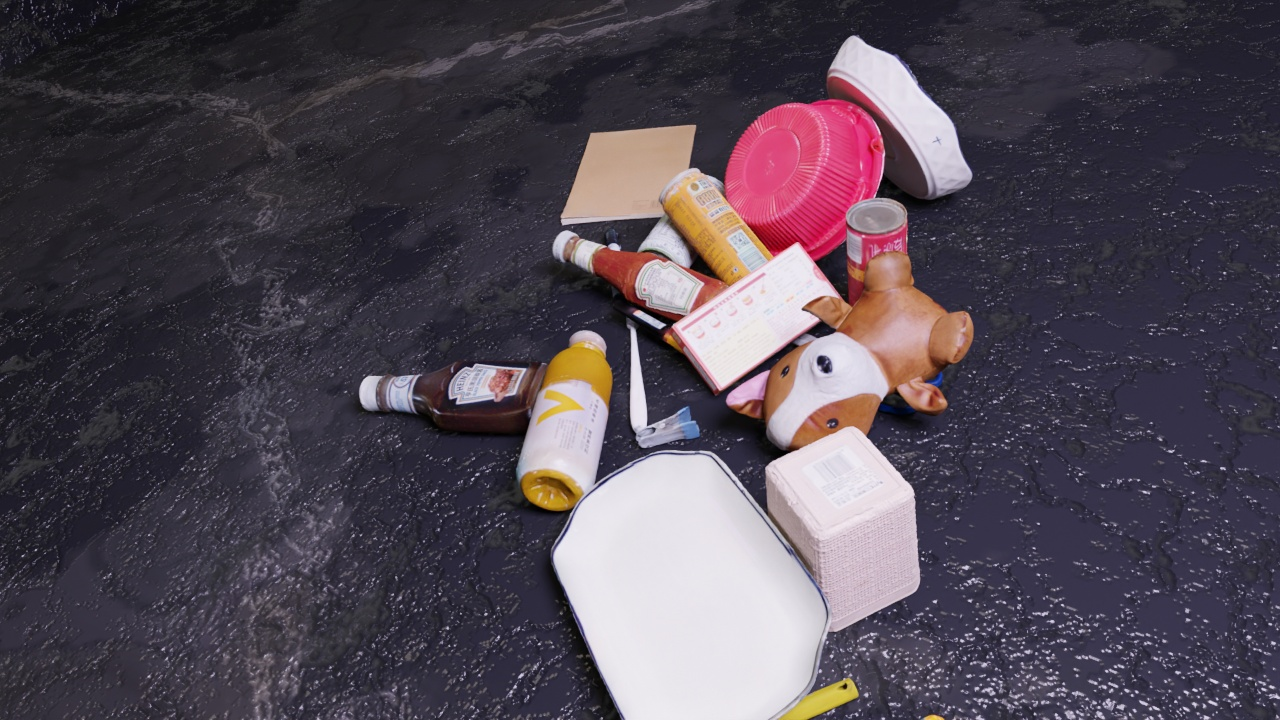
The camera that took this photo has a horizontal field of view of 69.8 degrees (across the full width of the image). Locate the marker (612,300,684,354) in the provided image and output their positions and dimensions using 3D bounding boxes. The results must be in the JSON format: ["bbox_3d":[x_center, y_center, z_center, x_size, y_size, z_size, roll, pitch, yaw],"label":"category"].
[{"bbox_3d":[0.019,-0.031,0.928,0.124,0.015,0.018,32,44,29],"label":"marker"}]

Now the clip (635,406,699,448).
[{"bbox_3d":[0.023,0.064,0.832,0.058,0.027,0.045,-21,49,-3],"label":"clip"}]

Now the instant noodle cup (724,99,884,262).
[{"bbox_3d":[0.156,-0.197,0.969,0.194,0.065,0.193,-20,62,43],"label":"instant noodle cup"}]

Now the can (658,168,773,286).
[{"bbox_3d":[0.083,-0.129,0.955,0.058,0.058,0.146,-31,73,-19],"label":"can"}]

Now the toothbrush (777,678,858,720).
[{"bbox_3d":[0.058,0.253,0.617,0.190,0.017,0.015,-20,42,-6],"label":"toothbrush"}]

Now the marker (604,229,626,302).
[{"bbox_3d":[-0.026,-0.108,1.038,0.022,0.018,0.130,-14,41,2],"label":"marker"}]

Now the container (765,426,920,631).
[{"bbox_3d":[0.146,0.120,0.669,0.090,0.111,0.090,-23,43,-10],"label":"container"}]

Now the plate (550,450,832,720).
[{"bbox_3d":[0.033,0.170,0.679,0.162,0.034,0.265,-33,38,-5],"label":"plate"}]

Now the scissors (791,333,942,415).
[{"bbox_3d":[0.191,0.007,0.856,0.174,0.012,0.124,3,45,21],"label":"scissors"}]

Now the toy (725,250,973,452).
[{"bbox_3d":[0.179,0.010,0.771,0.199,0.130,0.140,-39,63,1],"label":"toy"}]

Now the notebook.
[{"bbox_3d":[-0.011,-0.245,1.189,0.149,0.012,0.210,-2,43,12],"label":"notebook"}]

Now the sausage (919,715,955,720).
[{"bbox_3d":[0.128,0.264,0.582,0.165,0.021,0.021,-21,42,-8],"label":"sausage"}]

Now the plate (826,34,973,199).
[{"bbox_3d":[0.272,-0.255,0.994,0.045,0.205,0.204,-40,43,6],"label":"plate"}]

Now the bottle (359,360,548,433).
[{"bbox_3d":[-0.184,0.034,0.906,0.195,0.044,0.079,1,43,17],"label":"bottle"}]

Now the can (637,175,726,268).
[{"bbox_3d":[0.049,-0.146,1.028,0.058,0.058,0.146,11,48,26],"label":"can"}]

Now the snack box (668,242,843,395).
[{"bbox_3d":[0.112,-0.041,0.880,0.155,0.027,0.077,-34,82,-14],"label":"snack box"}]

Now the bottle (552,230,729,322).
[{"bbox_3d":[-0.004,-0.088,0.960,0.206,0.060,0.059,25,54,26],"label":"bottle"}]

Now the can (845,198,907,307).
[{"bbox_3d":[0.220,-0.081,0.852,0.053,0.133,0.053,-8,42,7],"label":"can"}]

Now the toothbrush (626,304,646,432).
[{"bbox_3d":[-0.005,0.005,0.908,0.016,0.016,0.179,-11,42,6],"label":"toothbrush"}]

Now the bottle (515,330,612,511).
[{"bbox_3d":[-0.063,0.047,0.839,0.068,0.068,0.189,-3,42,12],"label":"bottle"}]
